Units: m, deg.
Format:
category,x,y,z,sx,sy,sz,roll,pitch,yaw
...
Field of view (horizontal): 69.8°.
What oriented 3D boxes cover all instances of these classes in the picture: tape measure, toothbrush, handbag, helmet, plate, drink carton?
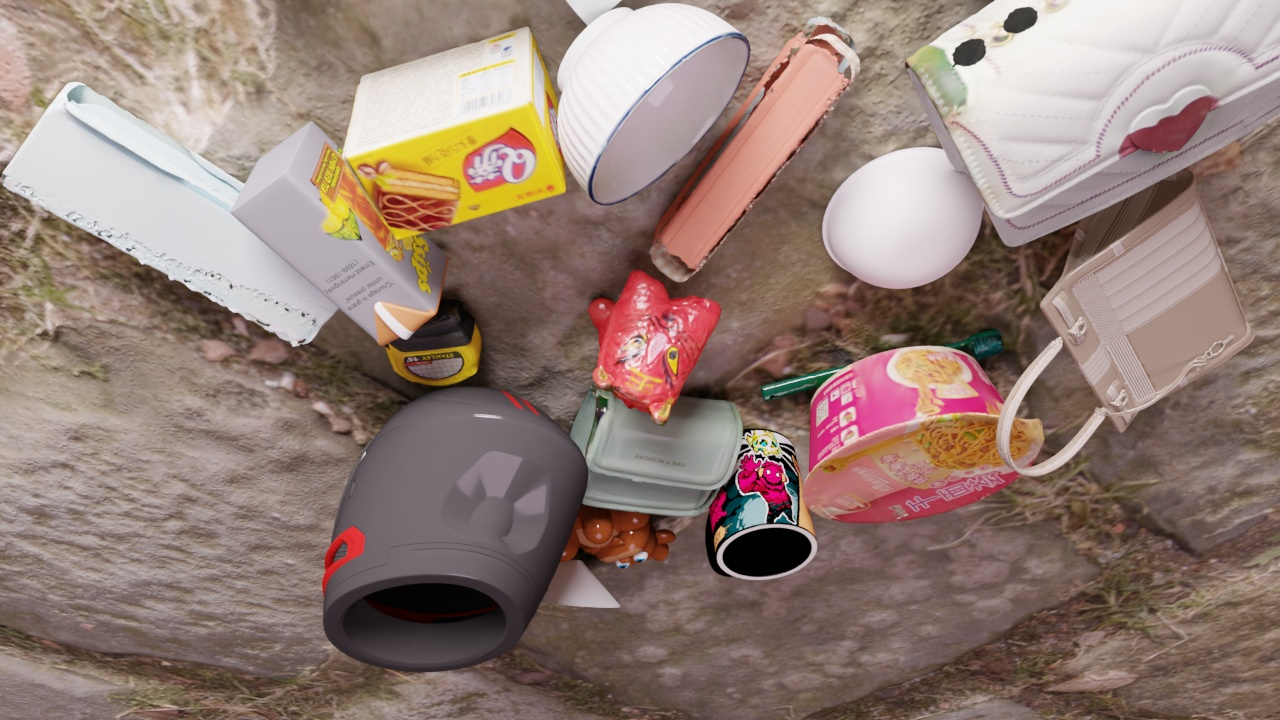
category,x,y,z,sx,sy,sz,roll,pitch,yaw
tape measure,-0.147,-0.012,0.659,0.066,0.037,0.064,-12,135,10
toothbrush,0.189,0.007,0.724,0.190,0.017,0.016,-14,139,9
handbag,0.008,0.072,0.739,0.121,0.067,0.106,10,132,-15
handbag,0.315,-0.005,0.633,0.198,0.062,0.175,-49,126,0
helmet,-0.139,0.113,0.692,0.164,0.169,0.266,22,137,-23
plate,-0.103,0.197,0.844,0.174,0.036,0.174,7,168,1
handbag,0.258,-0.160,0.487,0.199,0.096,0.142,-29,145,21
drink carton,-0.180,-0.076,0.569,0.049,0.076,0.125,-27,127,21

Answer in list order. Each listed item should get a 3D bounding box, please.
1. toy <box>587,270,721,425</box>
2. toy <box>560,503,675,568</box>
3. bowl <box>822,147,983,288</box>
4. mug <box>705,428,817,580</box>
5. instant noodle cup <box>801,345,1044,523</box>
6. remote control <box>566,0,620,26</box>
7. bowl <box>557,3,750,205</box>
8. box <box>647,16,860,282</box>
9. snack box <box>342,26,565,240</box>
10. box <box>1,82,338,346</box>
category,x,y,z,sx,sy,sz,roll,pitch,yaw
toy,-0.004,0.004,0.648,0.088,0.094,0.133,17,162,-1
toy,-0.021,0.162,0.832,0.095,0.065,0.127,-24,138,31
bowl,0.181,-0.084,0.614,0.110,0.040,0.110,-3,136,-3
mug,0.090,0.132,0.784,0.081,0.098,0.118,17,131,-21
instant noodle cup,0.208,0.056,0.718,0.178,0.077,0.179,-5,146,-3
remote control,-0.042,-0.220,0.435,0.050,0.024,0.143,-38,149,10
bowl,-0.003,-0.149,0.501,0.062,0.117,0.118,47,126,9
box,0.064,-0.129,0.571,0.058,0.062,0.189,38,128,-5
snack box,-0.101,-0.127,0.514,0.106,0.083,0.061,-14,136,8
box,-0.273,-0.088,0.572,0.199,0.066,0.083,36,98,-34
